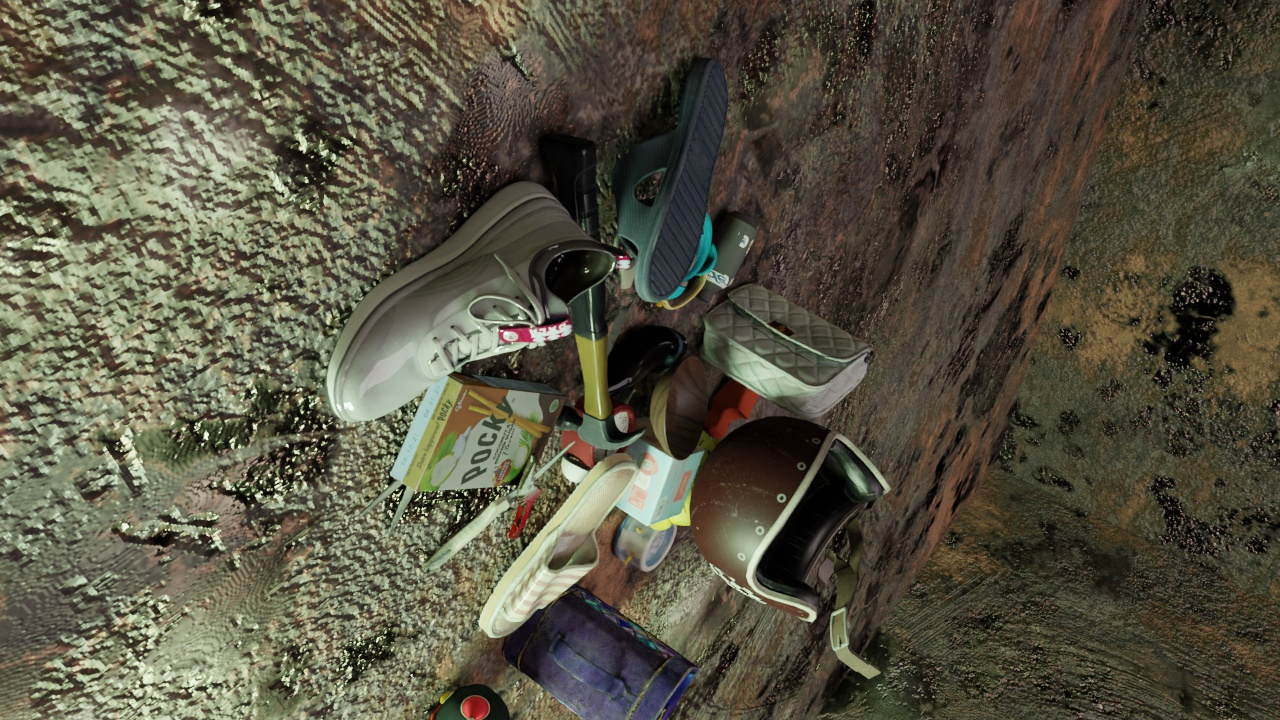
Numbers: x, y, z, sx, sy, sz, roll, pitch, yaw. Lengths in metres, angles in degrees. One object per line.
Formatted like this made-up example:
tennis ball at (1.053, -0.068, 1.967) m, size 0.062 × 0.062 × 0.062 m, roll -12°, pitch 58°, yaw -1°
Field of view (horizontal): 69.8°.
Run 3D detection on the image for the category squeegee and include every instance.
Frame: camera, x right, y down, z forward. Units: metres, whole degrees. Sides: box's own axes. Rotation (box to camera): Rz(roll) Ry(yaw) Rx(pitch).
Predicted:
squeegee at (0.133, 0.055, 1.277) m, size 0.185 × 0.055 × 0.249 m, roll -45°, pitch 141°, yaw 1°

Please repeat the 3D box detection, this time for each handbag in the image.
handbag at (-0.044, 0.378, 1.132) m, size 0.125 × 0.205 × 0.222 m, roll -57°, pitch 156°, yaw -8°
handbag at (0.181, -0.021, 1.150) m, size 0.138 × 0.195 × 0.073 m, roll -34°, pitch 143°, yaw -36°

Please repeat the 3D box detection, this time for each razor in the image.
razor at (-0.006, 0.006, 1.026) m, size 0.140 × 0.053 × 0.064 m, roll -36°, pitch 134°, yaw -36°

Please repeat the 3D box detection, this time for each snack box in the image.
snack box at (0.008, 0.131, 1.110) m, size 0.079 × 0.095 × 0.093 m, roll -7°, pitch 119°, yaw -56°
snack box at (-0.145, 0.067, 0.861) m, size 0.101 × 0.032 × 0.185 m, roll -66°, pitch 156°, yaw 5°

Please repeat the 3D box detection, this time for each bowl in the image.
bowl at (0.039, 0.053, 1.046) m, size 0.119 × 0.032 × 0.119 m, roll -24°, pitch 117°, yaw -60°

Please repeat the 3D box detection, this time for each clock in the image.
clock at (0.045, -0.119, 1.012) m, size 0.098 × 0.044 × 0.130 m, roll -39°, pitch 136°, yaw -34°
clock at (-0.048, 0.089, 1.038) m, size 0.087 × 0.044 × 0.125 m, roll -18°, pitch 128°, yaw -50°
clock at (0.015, 0.238, 1.256) m, size 0.125 × 0.052 × 0.089 m, roll -7°, pitch 119°, yaw -59°

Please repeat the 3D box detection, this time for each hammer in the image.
hammer at (-0.049, -0.050, 0.872) m, size 0.025 × 0.118 × 0.334 m, roll -38°, pitch 137°, yaw -39°

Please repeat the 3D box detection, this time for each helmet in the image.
helmet at (0.180, 0.193, 1.085) m, size 0.233 × 0.253 × 0.234 m, roll -54°, pitch 180°, yaw -19°

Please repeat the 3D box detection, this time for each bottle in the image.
bottle at (0.098, -0.121, 1.086) m, size 0.047 × 0.047 × 0.112 m, roll 22°, pitch 95°, yaw -60°

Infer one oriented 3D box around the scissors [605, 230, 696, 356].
scissors at (-0.001, -0.075, 0.967) m, size 0.153 × 0.012 × 0.163 m, roll -14°, pitch 119°, yaw -15°

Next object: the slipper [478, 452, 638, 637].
slipper at (-0.086, 0.218, 1.037) m, size 0.263 × 0.052 × 0.115 m, roll -53°, pitch 155°, yaw 9°

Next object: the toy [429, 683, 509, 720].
toy at (-0.191, 0.413, 1.030) m, size 0.097 × 0.100 × 0.119 m, roll -9°, pitch 123°, yaw -52°

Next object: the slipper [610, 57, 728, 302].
slipper at (0.020, -0.178, 0.898) m, size 0.101 × 0.083 × 0.263 m, roll 48°, pitch 53°, yaw -58°

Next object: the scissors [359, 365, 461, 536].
scissors at (-0.195, 0.080, 0.834) m, size 0.141 × 0.014 × 0.165 m, roll -24°, pitch 133°, yaw -52°

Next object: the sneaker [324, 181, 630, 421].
sneaker at (-0.126, -0.033, 0.732) m, size 0.262 × 0.129 × 0.097 m, roll -45°, pitch 146°, yaw -24°

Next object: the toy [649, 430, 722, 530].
toy at (0.083, 0.170, 1.227) m, size 0.214 × 0.084 × 0.148 m, roll 31°, pitch 66°, yaw -46°

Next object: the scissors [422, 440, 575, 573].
scissors at (-0.143, 0.155, 0.929) m, size 0.179 × 0.015 × 0.200 m, roll -31°, pitch 159°, yaw -24°
